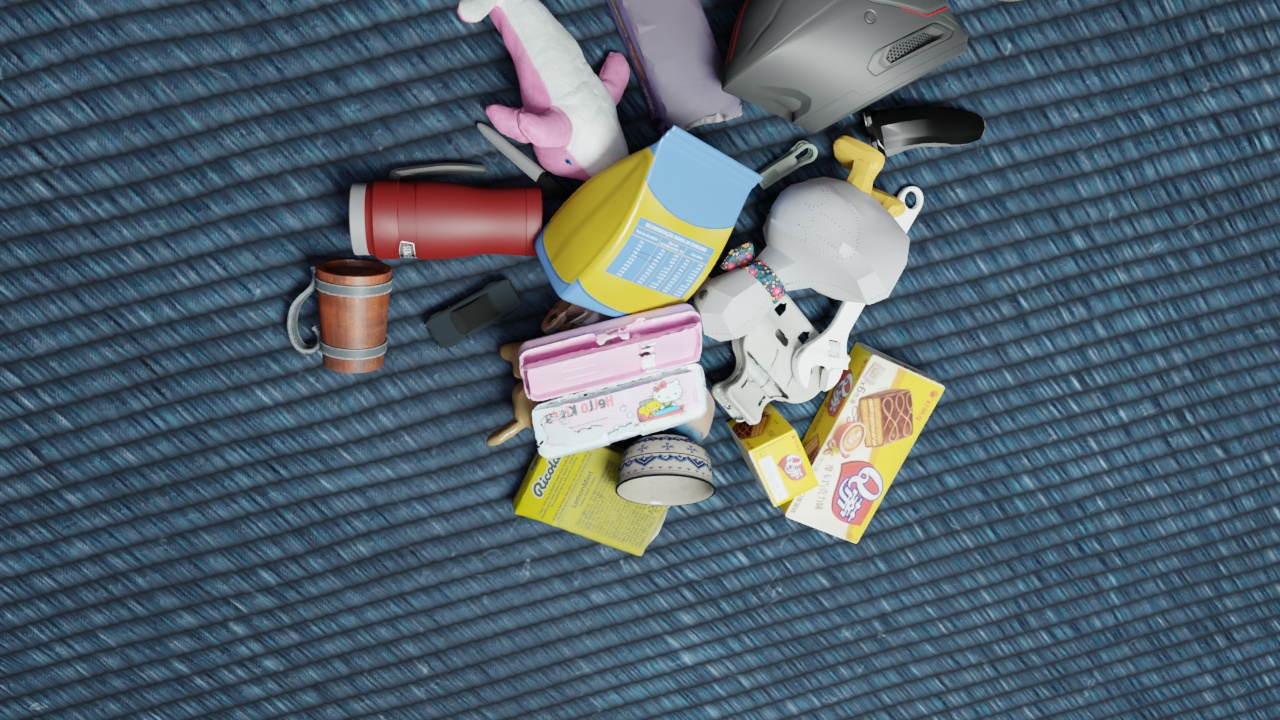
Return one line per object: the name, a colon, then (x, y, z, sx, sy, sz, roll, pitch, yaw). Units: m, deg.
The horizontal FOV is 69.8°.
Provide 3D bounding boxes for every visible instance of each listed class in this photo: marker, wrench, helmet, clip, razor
marker: (-0.126, -0.216, 0.995, 0.138, 0.022, 0.016, 40, 72, 5)
wrench: (0.261, -0.085, 1.082, 0.066, 0.018, 0.273, 30, 88, -23)
helmet: (0.198, -0.341, 0.947, 0.264, 0.164, 0.170, -30, 96, -13)
clip: (0.150, 0.008, 1.105, 0.151, 0.091, 0.126, -44, 106, -2)
clip: (0.166, -0.224, 1.050, 0.074, 0.035, 0.023, -33, 110, 10)
razor: (0.326, -0.264, 1.046, 0.156, 0.060, 0.057, -9, 81, -8)

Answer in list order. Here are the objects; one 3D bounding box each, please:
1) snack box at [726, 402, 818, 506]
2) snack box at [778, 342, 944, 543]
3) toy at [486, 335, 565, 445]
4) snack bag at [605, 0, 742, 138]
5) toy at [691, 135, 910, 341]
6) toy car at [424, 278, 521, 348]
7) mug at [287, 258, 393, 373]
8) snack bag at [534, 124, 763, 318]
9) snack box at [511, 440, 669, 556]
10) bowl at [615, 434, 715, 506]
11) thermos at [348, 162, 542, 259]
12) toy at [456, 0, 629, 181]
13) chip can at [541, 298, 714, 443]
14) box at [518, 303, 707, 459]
snack box: (0.158, 0.112, 1.111, 0.061, 0.105, 0.083, -27, 109, -1)
snack box: (0.270, 0.105, 1.147, 0.110, 0.061, 0.230, 23, 102, -14)
toy: (-0.122, 0.029, 1.055, 0.134, 0.106, 0.108, -13, 93, -10)
snack bag: (0.031, -0.341, 0.981, 0.096, 0.058, 0.205, -25, 108, 0)
toy: (0.182, -0.114, 1.010, 0.267, 0.247, 0.141, -47, 129, -11)
toy car: (-0.192, -0.054, 1.051, 0.112, 0.034, 0.046, -29, 108, 2)
mug: (-0.335, -0.052, 1.017, 0.117, 0.081, 0.111, 10, 110, 8)
snack bag: (0.014, -0.143, 0.961, 0.158, 0.102, 0.206, 15, 129, -48)
snack box: (-0.051, 0.160, 1.132, 0.181, 0.045, 0.121, 23, 100, -17)
bowl: (0.029, 0.124, 1.065, 0.115, 0.116, 0.059, 5, 64, -9)
thermos: (-0.209, -0.163, 0.996, 0.198, 0.084, 0.108, -1, 76, -10)
toy: (-0.103, -0.279, 0.966, 0.128, 0.186, 0.266, -12, 116, 39)
chip can: (-0.006, 0.006, 1.074, 0.229, 0.079, 0.080, 41, 98, -17)
box: (-0.027, 0.021, 1.009, 0.201, 0.044, 0.155, -14, 129, -10)
